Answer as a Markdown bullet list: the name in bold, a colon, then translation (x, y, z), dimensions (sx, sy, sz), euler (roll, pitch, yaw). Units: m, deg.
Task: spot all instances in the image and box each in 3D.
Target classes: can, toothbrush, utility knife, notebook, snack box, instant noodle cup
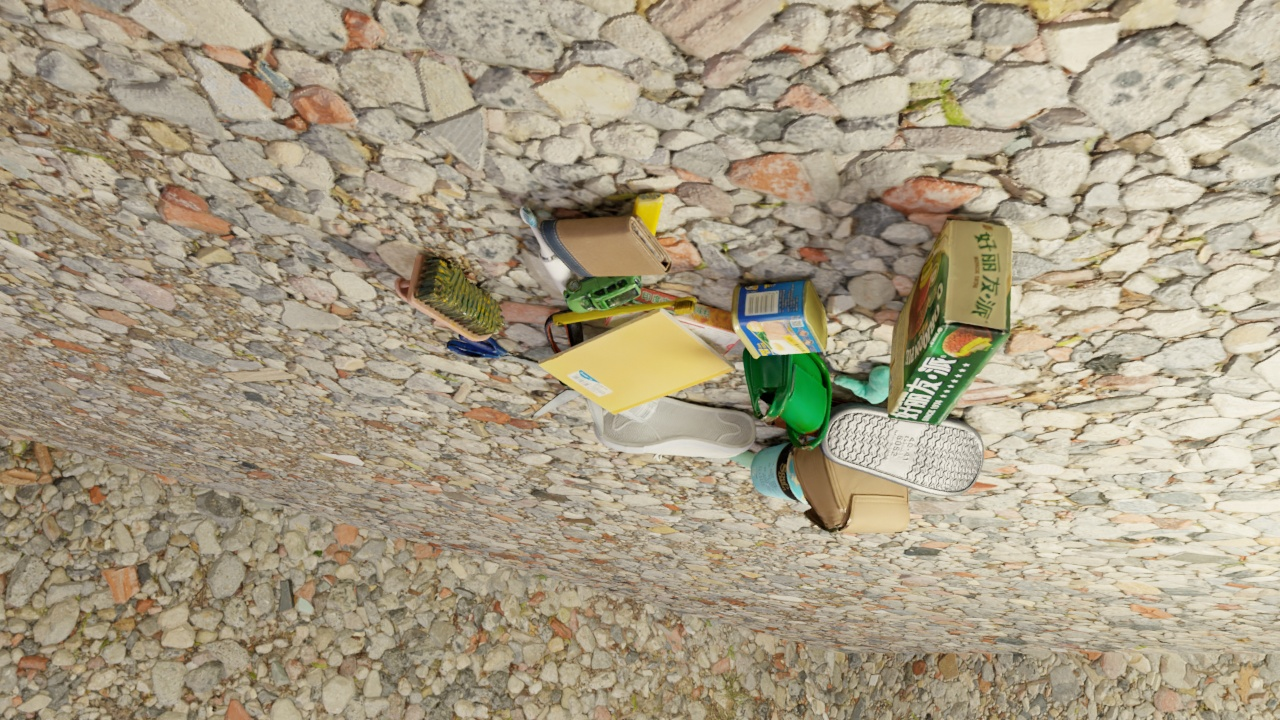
- **can**: translation (0.156, -0.045, 1.018), dimensions (0.083, 0.057, 0.102), euler (-4, 154, 24)
- **toothbrush**: translation (-0.092, -0.105, 1.020), dimensions (0.026, 0.026, 0.221), euler (42, 171, 28)
- **utility knife**: translation (0.003, -0.129, 0.940), dimensions (0.033, 0.015, 0.154), euler (7, 157, -5)
- **notebook**: translation (-0.007, 0.007, 1.142), dimensions (0.207, 0.010, 0.146), euler (-23, 136, 37)
- **toothbrush**: translation (0.108, 0.129, 1.482), dimensions (0.224, 0.026, 0.027), euler (27, 174, -34)
- **snack box**: translation (0.041, -0.046, 1.099), dimensions (0.155, 0.027, 0.077), euler (15, 156, -11)
- **can**: translation (-0.043, 0.037, 1.290), dimensions (0.146, 0.058, 0.058), euler (28, 151, -36)
- **instant noodle cup**: translation (0.238, 0.173, 1.446), dimensions (0.111, 0.111, 0.121), euler (22, 164, -25)
- **toothbrush**: translation (-0.022, -0.054, 1.052), dimensions (0.190, 0.016, 0.015), euler (-5, 151, 31)
- **snack box**: translation (0.302, -0.030, 0.917), dimensions (0.063, 0.114, 0.240), euler (8, 156, 6)

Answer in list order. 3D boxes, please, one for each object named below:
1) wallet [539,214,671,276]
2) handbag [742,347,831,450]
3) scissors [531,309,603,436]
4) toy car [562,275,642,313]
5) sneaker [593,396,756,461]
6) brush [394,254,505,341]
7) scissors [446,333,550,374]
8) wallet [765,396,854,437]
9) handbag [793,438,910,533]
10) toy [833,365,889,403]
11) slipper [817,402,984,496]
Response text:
- **wallet**: translation (-0.035, -0.116, 0.934), dimensions (0.115, 0.033, 0.090), euler (4, 152, 36)
- **handbag**: translation (0.179, 0.037, 1.120), dimensions (0.068, 0.120, 0.131), euler (-12, 147, 30)
- **scissors**: translation (-0.061, 0.018, 1.206), dimensions (0.235, 0.021, 0.221), euler (-21, 128, 16)
- **toy car**: translation (-0.042, -0.078, 1.030), dimensions (0.091, 0.036, 0.043), euler (-18, 152, 13)
- **sneaker**: translation (0.050, 0.107, 1.390), dimensions (0.242, 0.089, 0.091), euler (5, 162, -3)
- **brush**: translation (-0.229, -0.068, 1.119), dimensions (0.073, 0.063, 0.145), euler (-9, 153, 29)
- **scissors**: translation (-0.199, -0.005, 1.319), dimensions (0.141, 0.012, 0.171), euler (-5, 154, 28)
- **wallet**: translation (0.246, 0.079, 1.304), dimensions (0.101, 0.032, 0.125), euler (13, 158, -14)
- **handbag**: translation (0.305, 0.180, 1.330), dimensions (0.204, 0.147, 0.100), euler (10, 151, -40)
- **toy**: translation (0.299, 0.031, 1.170), dimensions (0.096, 0.030, 0.092), euler (19, 154, -5)
- **slipper**: translation (0.354, 0.108, 1.265), dimensions (0.268, 0.111, 0.083), euler (15, -167, -19)
